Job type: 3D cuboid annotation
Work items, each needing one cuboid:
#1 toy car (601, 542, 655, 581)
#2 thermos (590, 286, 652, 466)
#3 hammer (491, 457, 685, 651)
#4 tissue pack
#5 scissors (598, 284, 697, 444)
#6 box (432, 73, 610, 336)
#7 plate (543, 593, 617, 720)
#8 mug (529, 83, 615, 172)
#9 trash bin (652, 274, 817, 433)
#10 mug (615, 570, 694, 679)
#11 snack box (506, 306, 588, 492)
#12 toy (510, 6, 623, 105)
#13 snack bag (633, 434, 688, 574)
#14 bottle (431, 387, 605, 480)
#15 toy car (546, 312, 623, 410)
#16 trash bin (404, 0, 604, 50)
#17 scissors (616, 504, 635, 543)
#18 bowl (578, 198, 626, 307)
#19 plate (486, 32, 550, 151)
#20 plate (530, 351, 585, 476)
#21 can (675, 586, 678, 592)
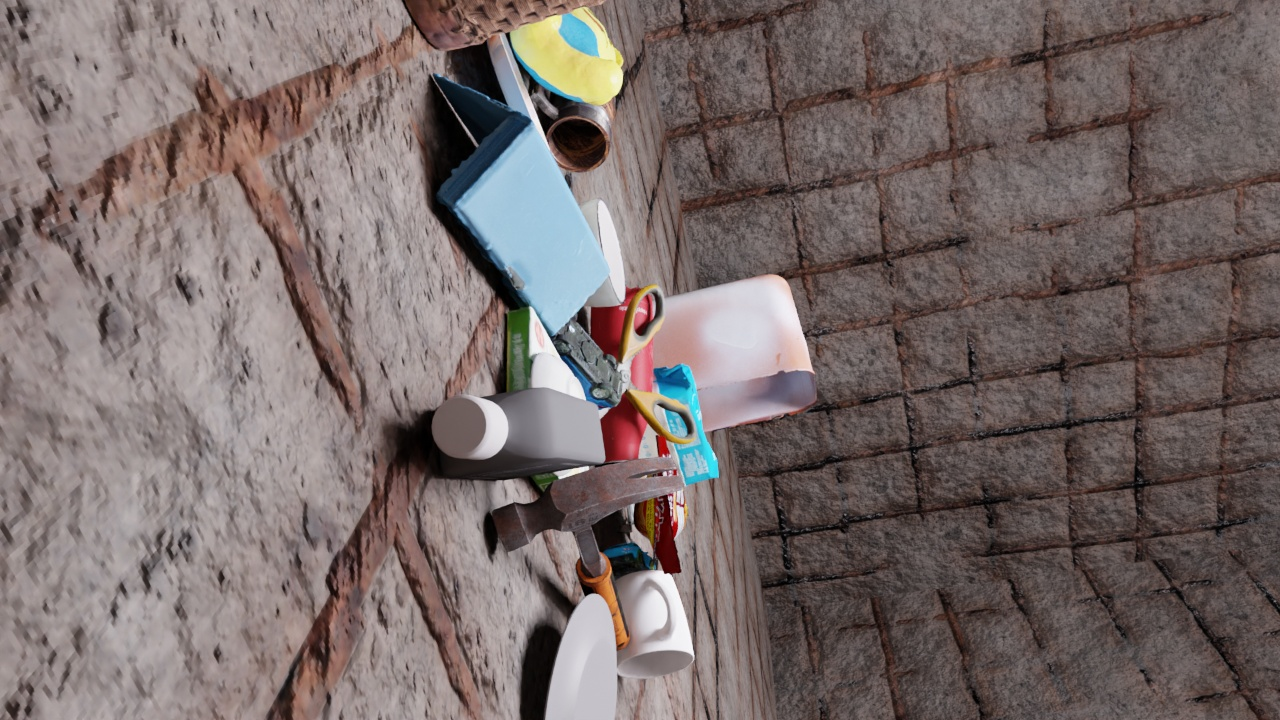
[{"bbox_3d":[-0.015,0.213,0.977,0.105,0.048,0.032,57,21,-65],"label":"toy car"},{"bbox_3d":[-0.022,0.036,1.047,0.073,0.073,0.239,54,35,-71],"label":"thermos"},{"bbox_3d":[-0.025,0.178,0.776,0.315,0.137,0.035,82,-15,-55],"label":"hammer"},{"bbox_3d":[0.025,0.086,1.157,0.066,0.117,0.209,-97,172,-47],"label":"tissue pack"},{"bbox_3d":[-0.006,0.007,1.003,0.225,0.016,0.228,31,59,-38],"label":"scissors"},{"bbox_3d":[-0.115,-0.123,0.769,0.112,0.094,0.231,35,-9,24],"label":"box"},{"bbox_3d":[-0.040,0.276,0.722,0.178,0.012,0.178,2,89,-75],"label":"plate"},{"bbox_3d":[-0.083,-0.292,1.070,0.115,0.080,0.107,39,33,-31],"label":"mug"},{"bbox_3d":[0.098,-0.001,1.273,0.181,0.260,0.157,58,20,-66],"label":"trash bin"},{"bbox_3d":[0.013,0.261,0.936,0.114,0.081,0.087,115,-28,-48],"label":"mug"},{"bbox_3d":[-0.079,0.054,0.808,0.168,0.027,0.131,67,15,-54],"label":"snack box"},{"bbox_3d":[-0.082,-0.339,0.977,0.149,0.084,0.213,51,14,-23],"label":"toy"},{"bbox_3d":[0.029,0.157,1.007,0.208,0.066,0.139,108,-19,-81],"label":"snack bag"},{"bbox_3d":[-0.085,0.049,0.598,0.174,0.084,0.046,36,45,-76],"label":"bottle"},{"bbox_3d":[-0.062,0.001,0.898,0.120,0.044,0.056,52,29,-33],"label":"toy car"},{"bbox_3d":[-0.073,-0.334,0.692,0.151,0.210,0.151,-9,89,-82],"label":"trash bin"},{"bbox_3d":[-0.013,0.215,1.097,0.141,0.014,0.147,-70,149,-78],"label":"scissors"},{"bbox_3d":[-0.061,-0.111,0.984,0.116,0.066,0.116,-10,89,-81],"label":"bowl"},{"bbox_3d":[-0.109,-0.231,0.858,0.186,0.016,0.187,-109,179,-53],"label":"plate"},{"bbox_3d":[-0.062,0.042,0.754,0.104,0.026,0.104,-9,89,-80],"label":"plate"},{"bbox_3d":[0.018,0.305,1.064,0.096,0.054,0.054,-90,167,-47],"label":"can"}]
